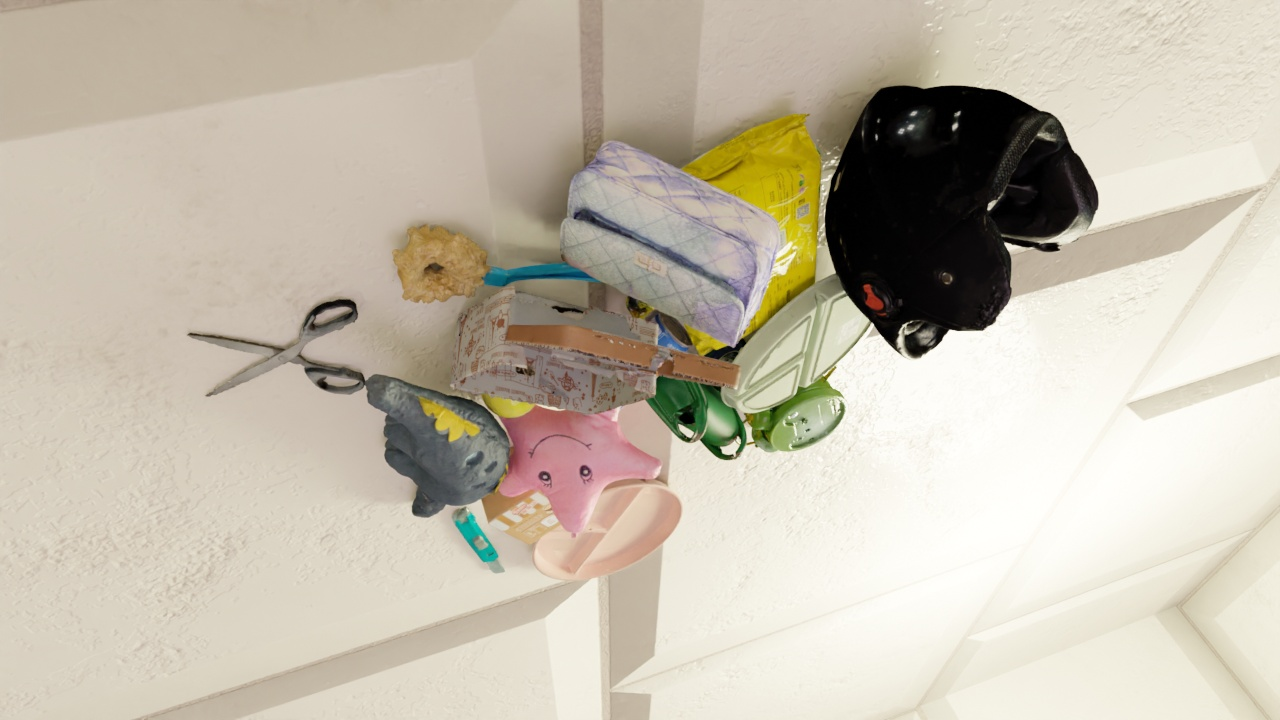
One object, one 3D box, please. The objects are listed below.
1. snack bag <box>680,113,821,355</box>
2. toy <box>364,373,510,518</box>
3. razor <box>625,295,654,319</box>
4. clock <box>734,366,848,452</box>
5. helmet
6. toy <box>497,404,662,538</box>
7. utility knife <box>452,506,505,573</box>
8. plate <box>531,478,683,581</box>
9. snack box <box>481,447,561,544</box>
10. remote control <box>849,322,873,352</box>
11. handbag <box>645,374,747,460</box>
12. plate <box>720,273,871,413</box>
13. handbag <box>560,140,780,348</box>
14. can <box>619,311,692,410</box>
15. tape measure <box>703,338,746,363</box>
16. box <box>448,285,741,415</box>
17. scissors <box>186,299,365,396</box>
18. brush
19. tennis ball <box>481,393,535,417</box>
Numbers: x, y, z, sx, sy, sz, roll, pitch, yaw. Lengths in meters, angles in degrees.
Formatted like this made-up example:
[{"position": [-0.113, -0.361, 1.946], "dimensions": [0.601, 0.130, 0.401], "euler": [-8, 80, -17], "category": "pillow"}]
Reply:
[{"position": [0.112, -0.121, 0.927], "dimensions": [0.158, 0.068, 0.247], "euler": [-31, 143, -14], "category": "snack bag"}, {"position": [-0.210, 0.101, 0.984], "dimensions": [0.138, 0.091, 0.357], "euler": [1, 153, -8], "category": "toy"}, {"position": [-0.006, -0.025, 0.989], "dimensions": [0.042, 0.022, 0.143], "euler": [6, 120, -8], "category": "razor"}, {"position": [0.200, 0.073, 1.237], "dimensions": [0.161, 0.056, 0.116], "euler": [-25, 142, -1], "category": "clock"}, {"position": [0.294, -0.137, 0.904], "dimensions": [0.232, 0.230, 0.275], "euler": [-32, 151, -37], "category": "helmet"}, {"position": [-0.072, 0.114, 1.030], "dimensions": [0.195, 0.074, 0.178], "euler": [-3, 102, 11], "category": "toy"}, {"position": [-0.216, 0.249, 1.243], "dimensions": [0.029, 0.013, 0.193], "euler": [-22, 142, -4], "category": "utility knife"}, {"position": [-0.048, 0.241, 1.317], "dimensions": [0.229, 0.028, 0.230], "euler": [-16, 140, -14], "category": "plate"}, {"position": [-0.136, 0.161, 1.133], "dimensions": [0.093, 0.077, 0.094], "euler": [-33, 143, 9], "category": "snack box"}, {"position": [0.227, -0.042, 1.146], "dimensions": [0.149, 0.021, 0.058], "euler": [9, 131, -35], "category": "remote control"}, {"position": [0.064, 0.059, 1.090], "dimensions": [0.068, 0.120, 0.131], "euler": [-37, 145, 12], "category": "handbag"}, {"position": [0.191, -0.017, 1.061], "dimensions": [0.230, 0.027, 0.231], "euler": [-30, 156, -16], "category": "plate"}, {"position": [0.021, -0.102, 0.824], "dimensions": [0.075, 0.194, 0.134], "euler": [-53, 164, -34], "category": "handbag"}, {"position": [-0.006, 0.006, 1.044], "dimensions": [0.135, 0.053, 0.053], "euler": [-42, 140, 20], "category": "can"}, {"position": [0.105, -0.007, 1.114], "dimensions": [0.058, 0.025, 0.055], "euler": [16, 125, -46], "category": "tape measure"}, {"position": [-0.048, -0.011, 0.854], "dimensions": [0.177, 0.088, 0.263], "euler": [13, 164, -31], "category": "box"}, {"position": [-0.338, -0.007, 0.874], "dimensions": [0.176, 0.014, 0.160], "euler": [16, 126, -40], "category": "scissors"}, {"position": [-0.119, -0.088, 0.889], "dimensions": [0.254, 0.046, 0.083], "euler": [-2, 133, -34], "category": "brush"}, {"position": [-0.139, 0.029, 0.985], "dimensions": [0.065, 0.065, 0.066], "euler": [-16, 141, -13], "category": "tennis ball"}]
